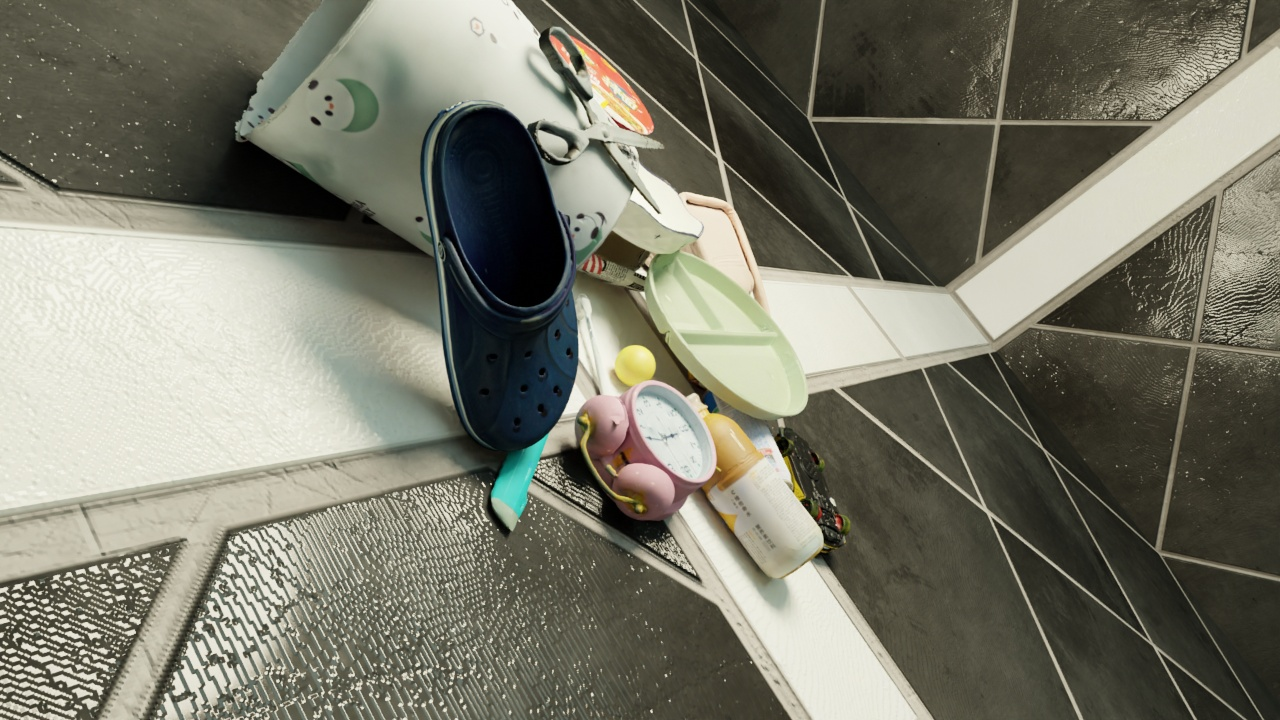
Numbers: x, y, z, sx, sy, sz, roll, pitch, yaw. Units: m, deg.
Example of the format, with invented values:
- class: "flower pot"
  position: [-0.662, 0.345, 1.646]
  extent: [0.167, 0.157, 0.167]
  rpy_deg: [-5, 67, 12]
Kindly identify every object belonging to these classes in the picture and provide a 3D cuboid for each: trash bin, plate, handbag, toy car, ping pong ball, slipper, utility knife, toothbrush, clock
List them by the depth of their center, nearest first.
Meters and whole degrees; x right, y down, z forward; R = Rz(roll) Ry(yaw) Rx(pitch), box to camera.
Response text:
- class: "slipper"
  position: [-0.087, -0.055, 0.648]
  extent: [0.105, 0.253, 0.095]
  rpy_deg: [-16, 18, -28]
- class: "utility knife"
  position: [-0.084, 0.057, 0.733]
  extent: [0.029, 0.013, 0.221]
  rpy_deg: [40, 29, -14]
- class: "trash bin"
  position: [-0.151, -0.191, 0.751]
  extent: [0.252, 0.230, 0.229]
  rpy_deg: [38, 26, -34]
- class: "clock"
  position: [0.001, 0.076, 0.778]
  extent: [0.158, 0.060, 0.117]
  rpy_deg: [-16, 72, -56]
- class: "toothbrush"
  position: [-0.042, 0.006, 0.877]
  extent: [0.016, 0.016, 0.180]
  rpy_deg: [20, 39, -38]
- class: "ping pong ball"
  position: [-0.005, 0.005, 0.900]
  extent: [0.040, 0.040, 0.040]
  rpy_deg: [37, 28, -23]
- class: "plate"
  position: [-0.023, -0.185, 0.979]
  extent: [0.205, 0.046, 0.204]
  rpy_deg: [36, 19, -15]
- class: "plate"
  position: [0.091, -0.027, 0.990]
  extent: [0.230, 0.028, 0.229]
  rpy_deg: [32, 32, -23]
- class: "toy car"
  position: [0.181, 0.141, 1.007]
  extent: [0.071, 0.041, 0.155]
  rpy_deg: [29, 33, -36]
- class: "handbag"
  position: [0.101, -0.098, 1.190]
  extent: [0.234, 0.094, 0.193]
  rpy_deg: [61, 26, 7]

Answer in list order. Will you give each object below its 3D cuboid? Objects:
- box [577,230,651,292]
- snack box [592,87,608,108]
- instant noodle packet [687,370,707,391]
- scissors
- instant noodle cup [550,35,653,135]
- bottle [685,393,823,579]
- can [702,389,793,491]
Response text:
- class: "box"
  position: [-0.033, -0.116, 0.987]
  extent: [0.162, 0.076, 0.087]
  rpy_deg: [19, 26, -50]
- class: "snack box"
  position: [-0.089, -0.278, 1.112]
  extent: [0.034, 0.087, 0.140]
  rpy_deg: [43, 26, -11]
- class: "instant noodle packet"
  position: [0.094, -0.010, 1.057]
  extent: [0.110, 0.044, 0.128]
  rpy_deg: [30, 40, -30]
- class: "scissors"
  position: [-0.032, -0.178, 0.718]
  extent: [0.181, 0.014, 0.159]
  rpy_deg: [61, 41, -23]
- class: "instant noodle cup"
  position: [-0.072, -0.373, 1.300]
  extent: [0.194, 0.066, 0.193]
  rpy_deg: [38, 26, -23]
- class: "bottle"
  position: [0.094, 0.116, 0.872]
  extent: [0.189, 0.068, 0.067]
  rpy_deg: [53, 26, 10]
- class: "can"
  position: [0.111, 0.085, 0.959]
  extent: [0.053, 0.053, 0.134]
  rpy_deg: [22, 36, -43]
